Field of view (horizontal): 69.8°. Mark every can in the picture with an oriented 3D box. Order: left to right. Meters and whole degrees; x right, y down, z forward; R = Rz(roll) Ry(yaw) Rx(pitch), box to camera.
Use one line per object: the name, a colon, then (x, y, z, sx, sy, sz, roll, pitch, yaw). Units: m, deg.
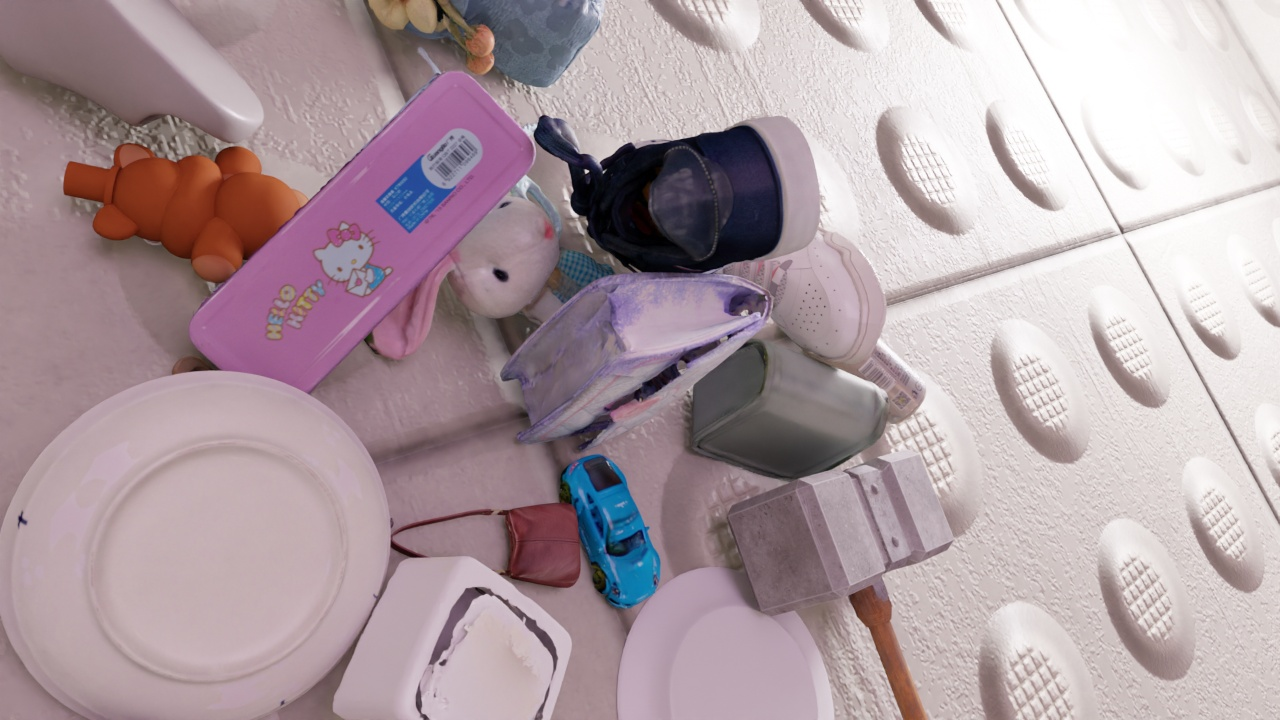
can: (0.189, -0.003, 0.809, 0.135, 0.054, 0.054, 40, 51, -12)

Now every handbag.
handbag: (-0.122, -0.275, 0.680, 0.191, 0.122, 0.118, 24, 55, -30)
handbag: (-0.096, 0.113, 0.570, 0.119, 0.029, 0.055, 7, 62, -27)
handbag: (-0.003, 0.003, 0.600, 0.126, 0.159, 0.069, -4, 68, -37)
handbag: (0.110, 0.036, 0.700, 0.121, 0.106, 0.067, 20, 55, -27)

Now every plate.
plate: (-0.207, 0.096, 0.452, 0.182, 0.034, 0.182, 1, 87, -35)
plate: (0.069, 0.236, 0.631, 0.188, 0.016, 0.188, 16, 60, -29)

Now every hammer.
hammer: (0.189, 0.234, 0.662, 0.162, 0.083, 0.317, -6, 72, -45)

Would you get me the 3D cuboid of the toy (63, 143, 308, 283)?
toy: (-0.259, -0.084, 0.533, 0.127, 0.065, 0.094, 10, 56, -22)

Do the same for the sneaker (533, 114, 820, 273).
sneaker: (-0.007, -0.099, 0.595, 0.127, 0.295, 0.121, -15, 100, -14)

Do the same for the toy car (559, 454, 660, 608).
toy car: (-0.017, 0.113, 0.620, 0.048, 0.032, 0.105, -15, 79, -40)

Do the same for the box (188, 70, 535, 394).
box: (-0.157, -0.070, 0.522, 0.214, 0.065, 0.078, -47, 114, -8)

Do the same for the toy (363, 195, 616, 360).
toy: (-0.074, -0.055, 0.615, 0.205, 0.106, 0.130, 15, 63, -28)

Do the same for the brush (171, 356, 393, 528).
brush: (-0.207, 0.053, 0.525, 0.151, 0.012, 0.038, 47, 50, -8)

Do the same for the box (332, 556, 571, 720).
box: (-0.085, 0.168, 0.488, 0.107, 0.091, 0.102, 47, 45, -31)

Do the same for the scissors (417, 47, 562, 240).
scissors: (-0.114, -0.156, 0.674, 0.172, 0.021, 0.170, 53, 37, -2)

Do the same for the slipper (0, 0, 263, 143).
slipper: (-0.339, -0.212, 0.522, 0.266, 0.081, 0.113, 47, 5, -12)

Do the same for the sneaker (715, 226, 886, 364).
sneaker: (0.085, -0.080, 0.711, 0.104, 0.091, 0.236, -3, 43, -28)
